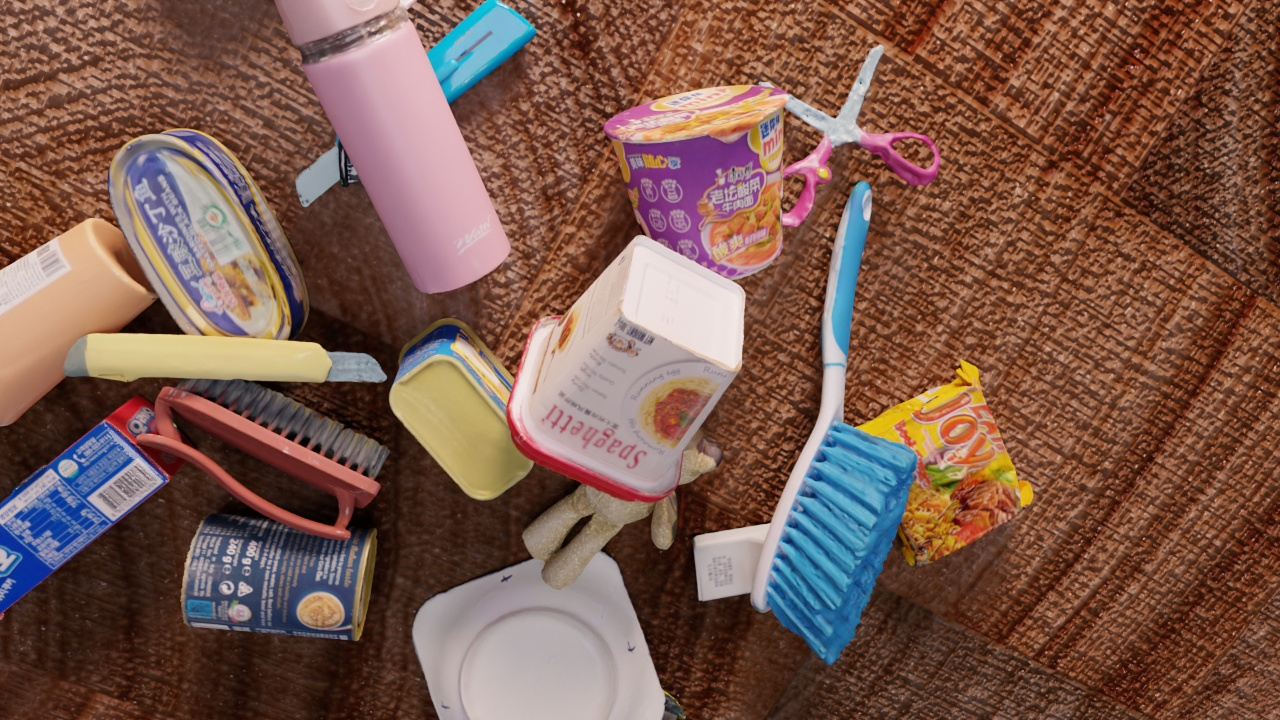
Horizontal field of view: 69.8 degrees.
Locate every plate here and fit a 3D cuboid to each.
[{"bbox_3d":[-0.074,0.230,0.668,0.163,0.034,0.164,-20,97,-1],"label":"plate"}]

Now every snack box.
[{"bbox_3d":[-0.392,0.110,0.594,0.207,0.058,0.057,-38,108,4],"label":"snack box"}]

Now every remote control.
[{"bbox_3d":[0.102,0.147,0.686,0.125,0.024,0.049,-9,106,-4],"label":"remote control"}]

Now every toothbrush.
[{"bbox_3d":[-0.166,-0.198,0.543,0.016,0.014,0.189,5,99,-6],"label":"toothbrush"}]

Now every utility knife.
[{"bbox_3d":[-0.246,0.001,0.547,0.183,0.019,0.031,4,111,-5],"label":"utility knife"},{"bbox_3d":[-0.144,-0.157,0.566,0.182,0.018,0.034,-38,108,6],"label":"utility knife"}]

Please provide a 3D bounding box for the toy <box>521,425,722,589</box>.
[{"bbox_3d":[-0.015,0.096,0.639,0.157,0.066,0.105,-41,63,6],"label":"toy"}]

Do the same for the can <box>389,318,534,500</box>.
[{"bbox_3d":[-0.113,0.031,0.592,0.057,0.083,0.102,-37,108,4],"label":"can"}]

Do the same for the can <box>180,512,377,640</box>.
[{"bbox_3d":[-0.239,0.144,0.614,0.111,0.075,0.075,8,105,-9],"label":"can"}]

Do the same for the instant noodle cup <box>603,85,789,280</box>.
[{"bbox_3d":[0.039,-0.106,0.563,0.111,0.111,0.099,-12,117,-4],"label":"instant noodle cup"}]

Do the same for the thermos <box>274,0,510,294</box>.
[{"bbox_3d":[-0.135,-0.144,0.531,0.087,0.067,0.199,-41,125,-32],"label":"thermos"}]

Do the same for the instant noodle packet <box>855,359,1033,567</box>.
[{"bbox_3d":[0.221,0.076,0.670,0.111,0.044,0.128,-29,108,-2],"label":"instant noodle packet"}]

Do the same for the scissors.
[{"bbox_3d":[0.132,-0.143,0.597,0.134,0.017,0.133,25,90,-1],"label":"scissors"}]

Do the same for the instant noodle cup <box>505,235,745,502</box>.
[{"bbox_3d":[-0.003,0.003,0.545,0.116,0.116,0.124,26,132,-15],"label":"instant noodle cup"}]

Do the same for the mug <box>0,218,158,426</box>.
[{"bbox_3d":[-0.358,-0.028,0.551,0.123,0.078,0.078,-37,108,-1],"label":"mug"}]

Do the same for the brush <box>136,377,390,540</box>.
[{"bbox_3d":[-0.239,0.059,0.587,0.146,0.063,0.069,30,64,-14],"label":"brush"}]

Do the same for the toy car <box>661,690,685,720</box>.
[{"bbox_3d":[-0.005,0.305,0.717,0.048,0.032,0.105,26,90,-14],"label":"toy car"}]

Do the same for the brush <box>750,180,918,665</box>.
[{"bbox_3d":[0.139,0.044,0.620,0.060,0.109,0.315,1,111,-51],"label":"brush"}]

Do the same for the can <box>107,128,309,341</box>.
[{"bbox_3d":[-0.261,-0.068,0.561,0.074,0.049,0.148,-23,109,0],"label":"can"}]
